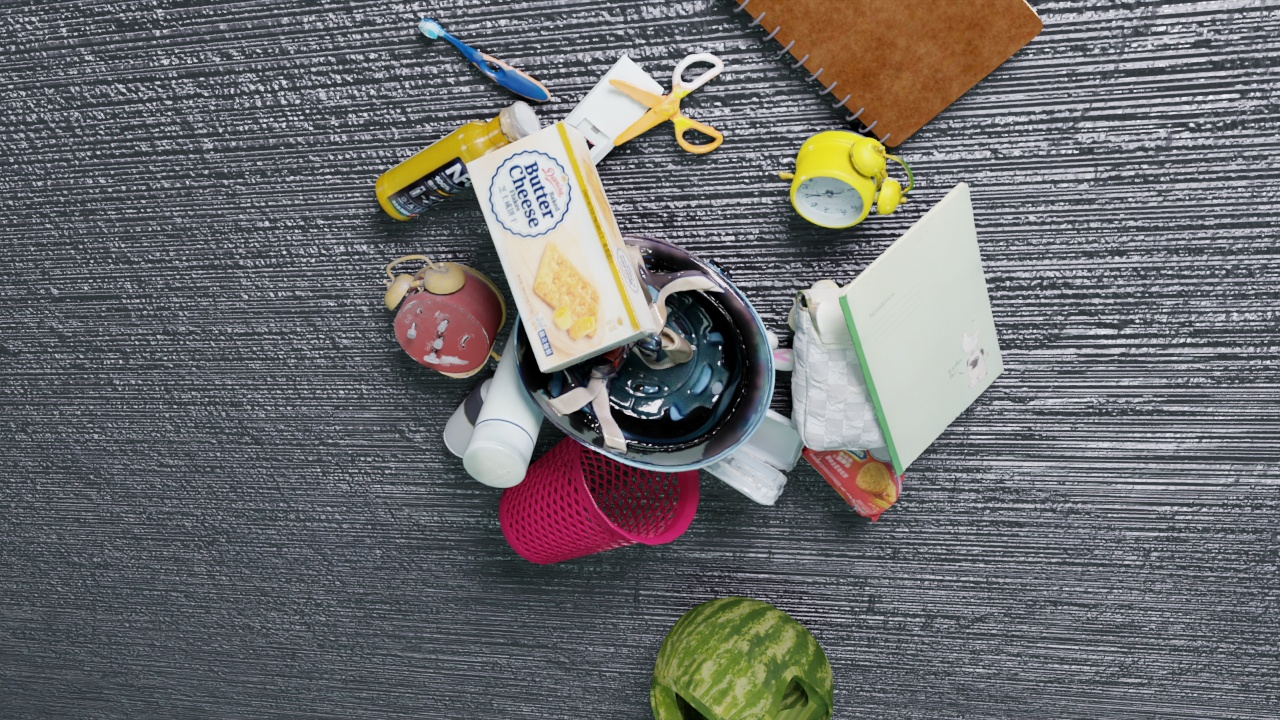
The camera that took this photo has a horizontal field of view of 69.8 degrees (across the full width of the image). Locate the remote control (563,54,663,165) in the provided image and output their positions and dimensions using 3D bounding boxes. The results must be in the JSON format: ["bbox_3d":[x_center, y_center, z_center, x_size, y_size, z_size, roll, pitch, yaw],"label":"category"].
[{"bbox_3d":[-0.044,-0.222,0.878,0.049,0.024,0.144,36,130,-21],"label":"remote control"}]

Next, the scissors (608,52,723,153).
[{"bbox_3d":[0.029,-0.237,0.844,0.125,0.011,0.129,19,127,-22],"label":"scissors"}]

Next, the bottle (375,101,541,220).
[{"bbox_3d":[-0.181,-0.198,0.911,0.187,0.053,0.053,-21,125,28],"label":"bottle"}]

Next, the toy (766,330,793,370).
[{"bbox_3d":[0.116,0.002,1.046,0.126,0.037,0.076,-23,128,37],"label":"toy"}]

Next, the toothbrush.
[{"bbox_3d":[-0.144,-0.278,0.853,0.135,0.017,0.022,28,134,-14],"label":"toothbrush"}]

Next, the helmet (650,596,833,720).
[{"bbox_3d":[0.145,0.461,1.336,0.243,0.246,0.214,40,139,36],"label":"helmet"}]

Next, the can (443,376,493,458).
[{"bbox_3d":[-0.204,0.077,1.169,0.064,0.064,0.128,31,132,-17],"label":"can"}]

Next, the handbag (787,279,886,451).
[{"bbox_3d":[0.209,0.005,0.960,0.112,0.123,0.172,-3,109,-4],"label":"handbag"}]

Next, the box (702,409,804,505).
[{"bbox_3d":[0.092,0.063,1.064,0.216,0.107,0.110,31,100,12],"label":"box"}]

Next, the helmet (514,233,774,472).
[{"bbox_3d":[0.012,-0.011,0.950,0.265,0.166,0.225,33,98,4],"label":"helmet"}]

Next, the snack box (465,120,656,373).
[{"bbox_3d":[-0.072,-0.104,0.848,0.104,0.057,0.208,-21,88,13],"label":"snack box"}]

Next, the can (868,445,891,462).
[{"bbox_3d":[0.276,0.063,1.027,0.054,0.096,0.054,6,134,6],"label":"can"}]

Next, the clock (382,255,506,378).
[{"bbox_3d":[-0.227,-0.052,1.040,0.117,0.081,0.159,-13,129,23],"label":"clock"}]

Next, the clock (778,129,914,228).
[{"bbox_3d":[0.191,-0.167,0.841,0.119,0.057,0.083,-2,142,37],"label":"clock"}]

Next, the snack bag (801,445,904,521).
[{"bbox_3d":[0.248,0.116,1.100,0.083,0.082,0.176,-27,121,32],"label":"snack bag"}]

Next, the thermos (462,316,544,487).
[{"bbox_3d":[-0.129,0.030,0.993,0.068,0.229,0.068,7,134,7],"label":"thermos"}]

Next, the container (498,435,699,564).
[{"bbox_3d":[-0.068,0.171,1.166,0.183,0.182,0.226,37,137,-21],"label":"container"}]

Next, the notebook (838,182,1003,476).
[{"bbox_3d":[0.287,-0.023,0.914,0.010,0.181,0.253,30,155,49],"label":"notebook"}]

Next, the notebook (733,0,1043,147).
[{"bbox_3d":[0.191,-0.295,0.757,0.225,0.024,0.168,36,129,-21],"label":"notebook"}]
